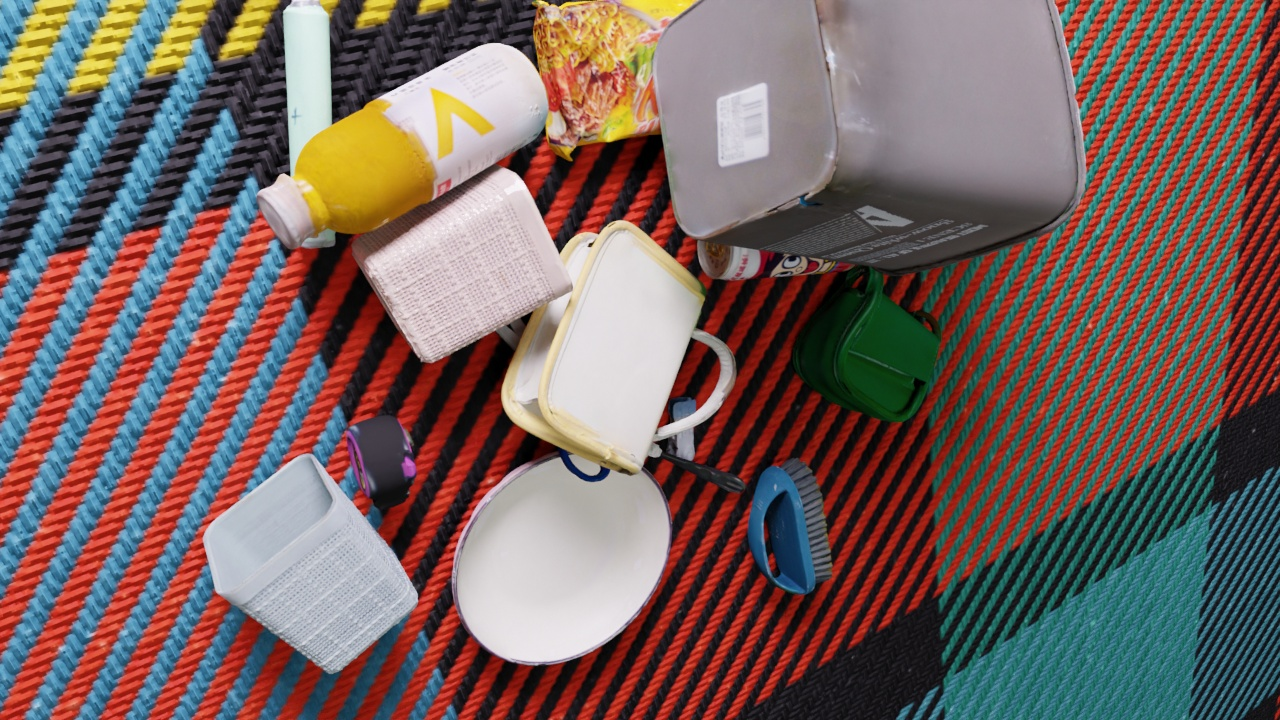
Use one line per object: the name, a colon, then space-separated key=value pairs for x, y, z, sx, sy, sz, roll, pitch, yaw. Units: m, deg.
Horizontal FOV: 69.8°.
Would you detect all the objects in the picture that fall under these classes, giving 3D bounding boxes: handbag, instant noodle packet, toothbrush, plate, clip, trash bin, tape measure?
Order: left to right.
toothbrush: x=-0.202 y=-0.179 z=0.557 sx=0.026 sy=0.027 sz=0.225 roll=-31 pitch=129 yaw=-60
tape measure: x=-0.180 y=0.068 z=0.643 sx=0.039 sy=0.057 sz=0.058 roll=-17 pitch=138 yaw=-26
plate: x=-0.066 y=0.156 z=0.752 sx=0.192 sy=0.039 sz=0.193 roll=-10 pitch=112 yaw=-26
instant noodle packet: x=-0.009 y=-0.205 z=0.650 sx=0.128 sy=0.044 sz=0.111 roll=-18 pitch=120 yaw=-24
handbag: x=-0.004 y=0.004 z=0.693 sx=0.178 sy=0.063 sz=0.163 roll=33 pitch=68 yaw=-34
clip: x=0.035 y=0.060 z=0.788 sx=0.025 sy=0.032 sz=0.057 roll=-5 pitch=107 yaw=-32
toothbrush: x=0.047 y=0.092 z=0.782 sx=0.181 sy=0.018 sz=0.015 roll=29 pitch=76 yaw=-52
trash bin: x=0.145 y=-0.163 z=0.622 sx=0.219 sy=0.199 sz=0.198 roll=-5 pitch=84 yaw=-36
handbag: x=0.212 y=-0.013 z=0.839 sx=0.131 sy=0.068 sz=0.120 roll=32 pitch=83 yaw=-33

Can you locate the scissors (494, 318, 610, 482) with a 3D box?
scissors: x=-0.069 y=0.023 z=0.690 sx=0.172 sy=0.012 sz=0.132 roll=22 pitch=73 yaw=-30

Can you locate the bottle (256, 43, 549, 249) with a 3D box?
bottle: x=-0.143 y=-0.131 z=0.566 sx=0.189 sy=0.068 sz=0.068 roll=-38 pitch=123 yaw=-26

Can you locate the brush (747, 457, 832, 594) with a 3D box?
brush: x=0.136 y=0.163 z=0.861 sx=0.073 sy=0.055 sz=0.144 roll=-25 pitch=119 yaw=-20

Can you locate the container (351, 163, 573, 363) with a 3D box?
container: x=-0.121 y=-0.064 z=0.611 sx=0.110 sy=0.090 sz=0.090 roll=-32 pitch=121 yaw=-13

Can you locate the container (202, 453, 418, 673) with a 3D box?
container: x=-0.221 y=0.142 z=0.630 sx=0.089 sy=0.090 sz=0.111 roll=-40 pitch=125 yaw=-12

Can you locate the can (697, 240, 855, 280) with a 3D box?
can: x=0.115 y=-0.095 z=0.755 sx=0.132 sy=0.053 sz=0.053 roll=-7 pitch=111 yaw=-28
